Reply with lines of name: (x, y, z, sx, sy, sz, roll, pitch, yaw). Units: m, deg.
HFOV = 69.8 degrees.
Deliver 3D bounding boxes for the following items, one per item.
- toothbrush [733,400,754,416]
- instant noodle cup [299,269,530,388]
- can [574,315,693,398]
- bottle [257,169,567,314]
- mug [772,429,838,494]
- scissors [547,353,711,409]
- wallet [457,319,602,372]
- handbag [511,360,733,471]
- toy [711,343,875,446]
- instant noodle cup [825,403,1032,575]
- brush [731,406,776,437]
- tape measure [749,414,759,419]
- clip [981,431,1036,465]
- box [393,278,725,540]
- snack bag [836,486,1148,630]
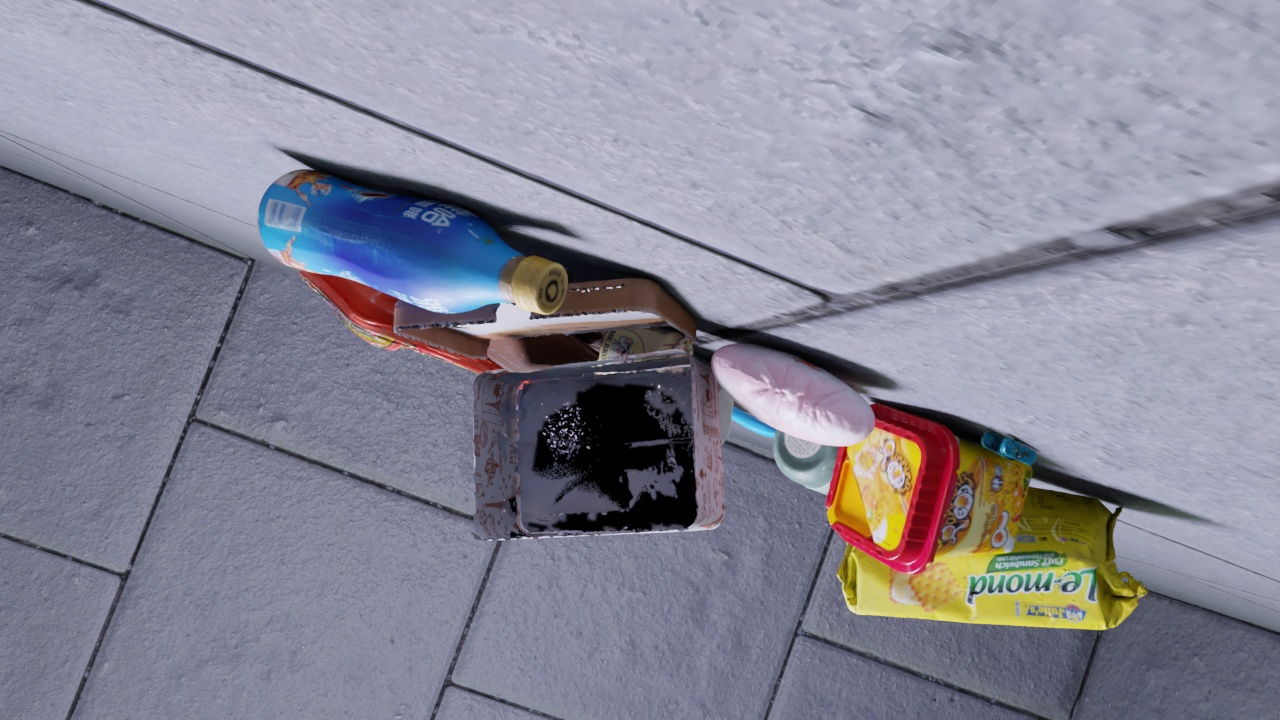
toothbrush: (0.089, 0.040, 1.113, 0.213, 0.026, 0.027, 16, 162, 48)
instant noodle cup: (-0.186, -0.048, 0.809, 0.188, 0.079, 0.164, 26, -177, -45)
can: (-0.019, -0.009, 0.772, 0.116, 0.058, 0.058, 19, 176, 22)
bottle: (-0.138, -0.068, 0.554, 0.219, 0.065, 0.065, 17, 175, 29)
mug: (0.200, 0.088, 0.916, 0.112, 0.082, 0.106, -19, 152, 32)
scissors: (-0.005, 0.005, 0.838, 0.181, 0.019, 0.170, 5, -155, -4)
wallet: (-0.105, -0.030, 0.718, 0.101, 0.032, 0.124, -14, 142, 37)
handbag: (-0.023, 0.044, 0.881, 0.197, 0.099, 0.144, 18, -152, 22)
toy: (0.109, 0.027, 0.664, 0.121, 0.054, 0.159, 27, 177, 12)
instant noodle cup: (0.231, 0.102, 0.724, 0.123, 0.116, 0.116, 9, -173, -26)
brush: (0.082, 0.048, 1.051, 0.255, 0.046, 0.083, 24, 175, 39)
tape measure: (0.162, 0.065, 1.101, 0.054, 0.025, 0.058, 20, 180, -21)
clip: (0.271, 0.065, 0.671, 0.056, 0.014, 0.045, 21, 177, -43)
box: (-0.047, 0.048, 0.635, 0.181, 0.157, 0.197, -4, 169, 16)
snack bag: (0.299, 0.163, 0.812, 0.247, 0.068, 0.157, -1, -161, 21)
